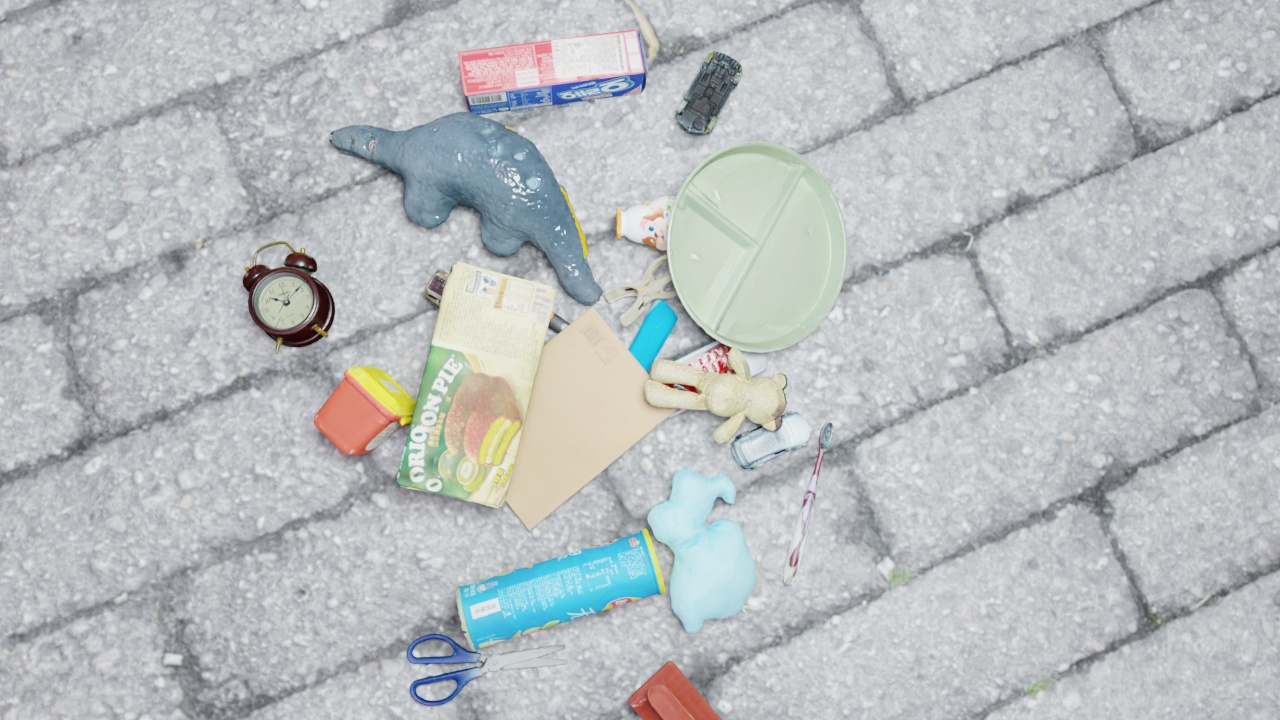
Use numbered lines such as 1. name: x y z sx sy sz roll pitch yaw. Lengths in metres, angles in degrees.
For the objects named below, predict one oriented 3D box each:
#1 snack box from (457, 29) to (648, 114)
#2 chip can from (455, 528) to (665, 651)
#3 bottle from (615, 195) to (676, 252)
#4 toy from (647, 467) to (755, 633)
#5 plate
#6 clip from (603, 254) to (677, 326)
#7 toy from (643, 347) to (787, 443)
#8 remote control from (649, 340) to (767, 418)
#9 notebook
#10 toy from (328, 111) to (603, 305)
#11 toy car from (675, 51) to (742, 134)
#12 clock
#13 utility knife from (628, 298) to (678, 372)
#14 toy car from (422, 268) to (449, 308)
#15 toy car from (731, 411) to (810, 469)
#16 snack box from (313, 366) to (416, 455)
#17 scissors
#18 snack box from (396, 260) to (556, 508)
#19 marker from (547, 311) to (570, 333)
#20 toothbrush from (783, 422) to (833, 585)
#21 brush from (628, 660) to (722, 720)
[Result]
1. snack box: -0.098 -0.327 1.045 0.207 0.057 0.058 -9 81 -4
2. chip can: -0.083 0.242 0.968 0.210 0.071 0.071 -16 84 -4
3. bottle: 0.027 -0.152 1.027 0.108 0.063 0.063 1 83 -3
4. toy: 0.071 0.207 0.990 0.156 0.050 0.161 37 73 -7
5. plate: 0.128 -0.124 1.009 0.229 0.027 0.230 -1 94 -24
6. clip: 0.011 -0.081 1.024 0.100 0.034 0.070 -34 49 0
7. toy: 0.082 0.035 0.990 0.157 0.066 0.105 10 92 -10
8. remote control: 0.074 0.014 1.030 0.136 0.020 0.056 -26 84 -6
9. notebook: -0.087 0.062 1.010 0.211 0.012 0.149 -40 85 -1
10. toy: -0.179 -0.197 1.015 0.356 0.091 0.138 29 110 2
11. toy car: 0.079 -0.307 1.064 0.049 0.031 0.105 29 81 1
12. clock: -0.384 -0.071 0.997 0.082 0.055 0.122 -19 83 -5
13. utility knife: -0.006 0.006 1.028 0.034 0.018 0.161 29 84 4
14. toy car: -0.196 -0.065 1.018 0.090 0.035 0.042 31 84 -2
15. toy car: 0.146 0.088 1.019 0.090 0.034 0.043 -23 82 -8
16. snack box: -0.291 0.056 0.971 0.082 0.091 0.080 42 89 3
17. scissors: -0.167 0.315 0.984 0.173 0.012 0.126 -33 86 -8
18. snack box: -0.171 0.026 0.969 0.114 0.063 0.240 13 87 -7
19. marker: -0.090 -0.039 1.030 0.124 0.015 0.018 34 87 0
20. toothbrush: 0.188 0.158 1.020 0.016 0.017 0.187 17 82 0
21. brush: 0.057 0.390 0.958 0.063 0.069 0.146 -41 87 -6
